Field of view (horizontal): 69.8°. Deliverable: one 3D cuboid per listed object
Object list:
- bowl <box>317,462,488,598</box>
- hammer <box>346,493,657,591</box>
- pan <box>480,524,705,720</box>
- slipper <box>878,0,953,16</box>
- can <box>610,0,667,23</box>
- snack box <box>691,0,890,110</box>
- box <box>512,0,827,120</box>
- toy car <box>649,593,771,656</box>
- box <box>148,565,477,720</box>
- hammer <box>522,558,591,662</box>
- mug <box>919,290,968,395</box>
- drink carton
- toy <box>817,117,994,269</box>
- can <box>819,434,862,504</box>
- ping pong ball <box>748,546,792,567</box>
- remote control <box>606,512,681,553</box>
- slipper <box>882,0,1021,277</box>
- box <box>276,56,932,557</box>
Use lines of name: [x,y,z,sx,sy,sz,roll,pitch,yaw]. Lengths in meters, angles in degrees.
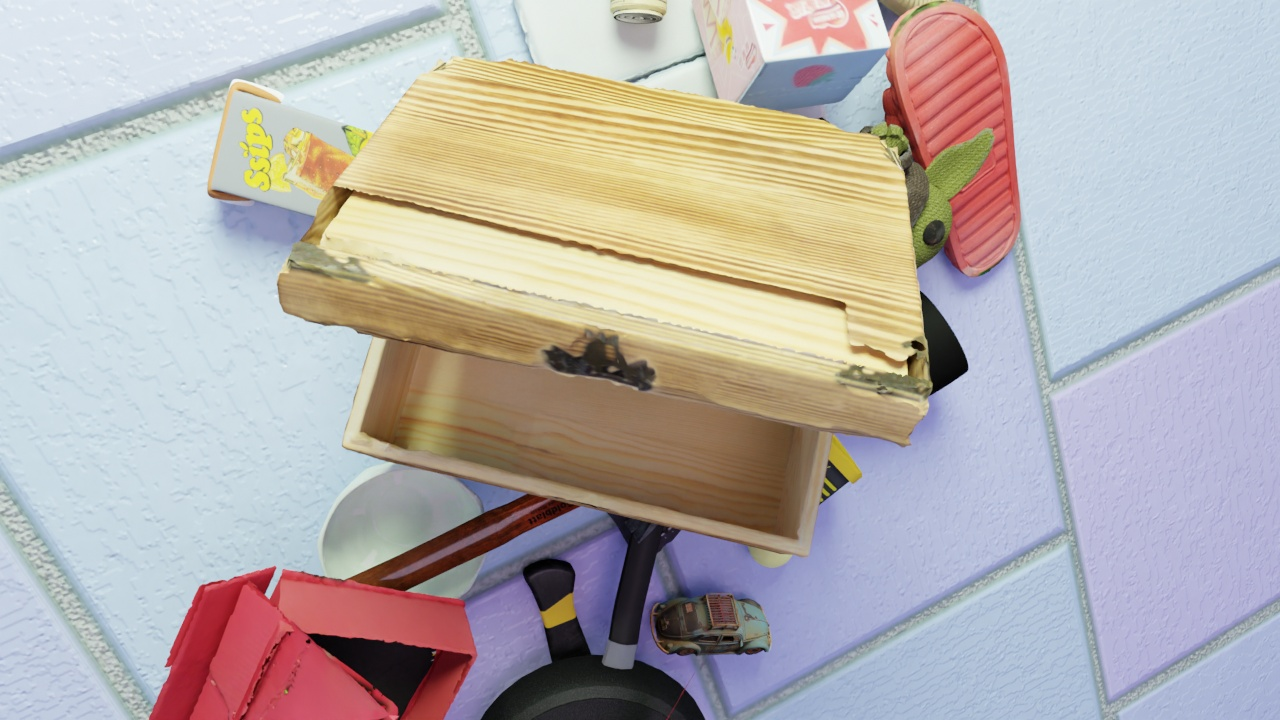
bowl: [-0.172,0.121,0.662,0.117,0.061,0.117,-5,105,-19]
hammer: [-0.107,0.120,0.632,0.300,0.028,0.111,-25,116,-10]
pan: [-0.022,0.266,0.726,0.204,0.044,0.356,11,101,-10]
slipper: [0.147,-0.335,0.652,0.261,0.079,0.111,25,98,-42]
can: [0.000,-0.269,0.610,0.038,0.038,0.079,-1,99,-19]
snack box: [0.098,-0.227,0.614,0.093,0.080,0.094,-11,81,-16]
box: [0.029,-0.214,0.663,0.208,0.037,0.190,-22,113,-14]
toy car: [0.066,0.220,0.772,0.111,0.047,0.047,6,141,-22]
box: [-0.306,0.231,0.475,0.466,0.138,0.215,11,113,-48]
hammer: [-0.045,0.313,0.776,0.169,0.034,0.325,-18,108,-13]
mug: [0.194,-0.009,0.740,0.100,0.084,0.119,-32,136,5]
drink carton: [-0.206,-0.124,0.592,0.124,0.048,0.076,14,99,-22]
toy: [0.162,-0.113,0.682,0.152,0.078,0.180,17,132,-22]
can: [0.093,0.071,0.729,0.101,0.072,0.131,-41,114,10]
ping pong ball: [0.112,0.156,0.783,0.040,0.040,0.040,-5,105,-18]
remote control: [-0.014,0.109,0.743,0.046,0.009,0.124,-40,113,-6]
slipper: [0.245,-0.175,0.736,0.103,0.059,0.249,-40,129,-7]
box: [-0.005,-0.056,0.504,0.279,0.264,0.269,12,78,2]
